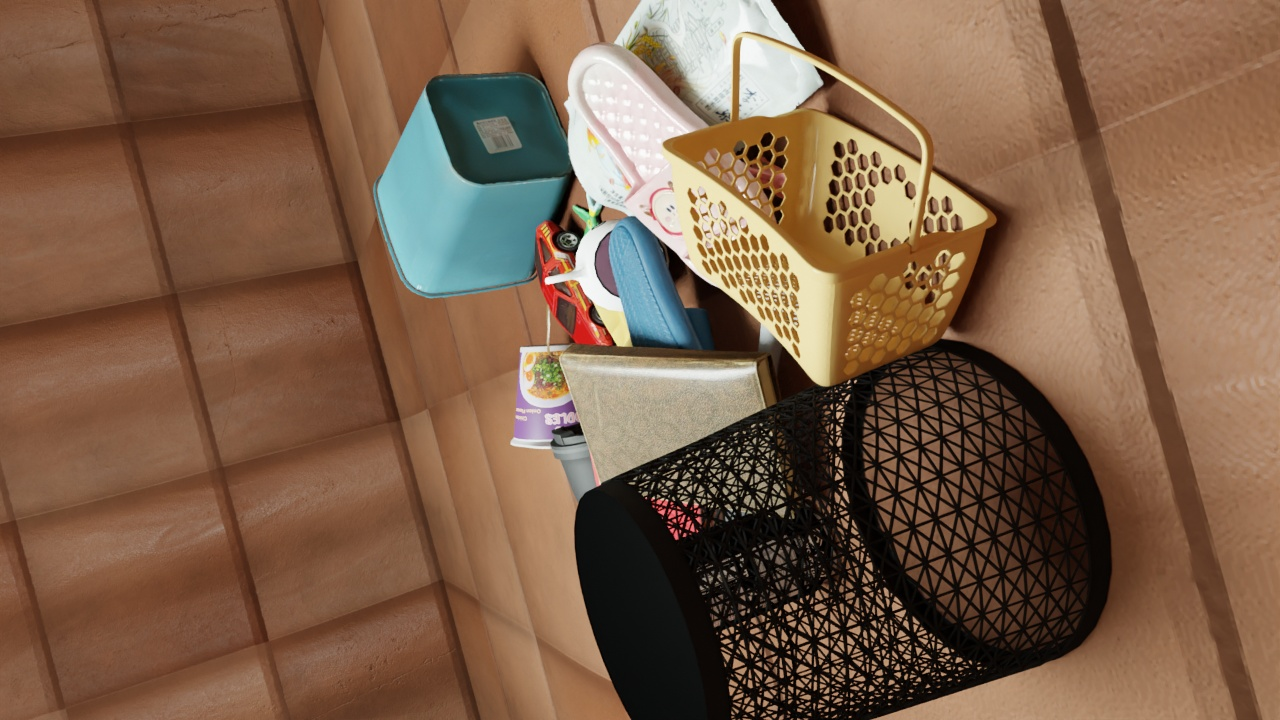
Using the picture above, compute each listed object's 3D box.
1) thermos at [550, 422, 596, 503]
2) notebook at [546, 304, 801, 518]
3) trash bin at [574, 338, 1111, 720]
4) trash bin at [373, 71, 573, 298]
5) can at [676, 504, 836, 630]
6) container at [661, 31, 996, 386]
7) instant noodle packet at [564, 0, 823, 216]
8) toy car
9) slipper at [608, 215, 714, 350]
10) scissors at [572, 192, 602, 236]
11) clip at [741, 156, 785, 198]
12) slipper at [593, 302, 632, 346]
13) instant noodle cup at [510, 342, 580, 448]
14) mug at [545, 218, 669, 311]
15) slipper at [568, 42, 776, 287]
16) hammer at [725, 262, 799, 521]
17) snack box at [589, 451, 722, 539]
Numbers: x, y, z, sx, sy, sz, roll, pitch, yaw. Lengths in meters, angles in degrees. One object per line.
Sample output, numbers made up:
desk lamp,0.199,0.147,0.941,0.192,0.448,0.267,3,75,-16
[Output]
thermos,-0.026,0.171,1.071,0.106,0.105,0.218,5,113,66
notebook,0.024,0.039,0.779,0.216,0.034,0.190,2,119,40
trash bin,0.104,0.120,0.555,0.217,0.242,0.217,45,143,49
trash bin,-0.198,-0.218,1.119,0.219,0.198,0.196,-47,61,56
can,0.082,0.172,0.758,0.080,0.145,0.080,45,143,50
container,0.109,-0.101,0.557,0.183,0.129,0.167,50,153,45
instant noodle packet,0.023,-0.210,0.721,0.147,0.057,0.270,59,149,-1
toy car,-0.077,-0.074,1.080,0.189,0.056,0.082,61,160,24
slipper,0.030,-0.030,0.820,0.104,0.059,0.213,-16,95,67
scissors,-0.055,-0.163,1.033,0.129,0.012,0.117,45,146,51
clip,0.098,-0.141,0.699,0.059,0.049,0.023,11,126,18
slipper,-0.006,0.006,0.945,0.263,0.078,0.100,63,157,24
instant noodle cup,-0.108,0.041,1.158,0.136,0.122,0.122,-47,-46,-86
mug,-0.034,-0.090,0.892,0.076,0.123,0.090,-168,65,-76
slipper,0.019,-0.143,0.704,0.221,0.055,0.107,52,146,-2
hammer,0.099,0.052,0.798,0.125,0.029,0.312,50,147,43
snack box,0.013,0.114,0.918,0.143,0.040,0.145,27,144,30
